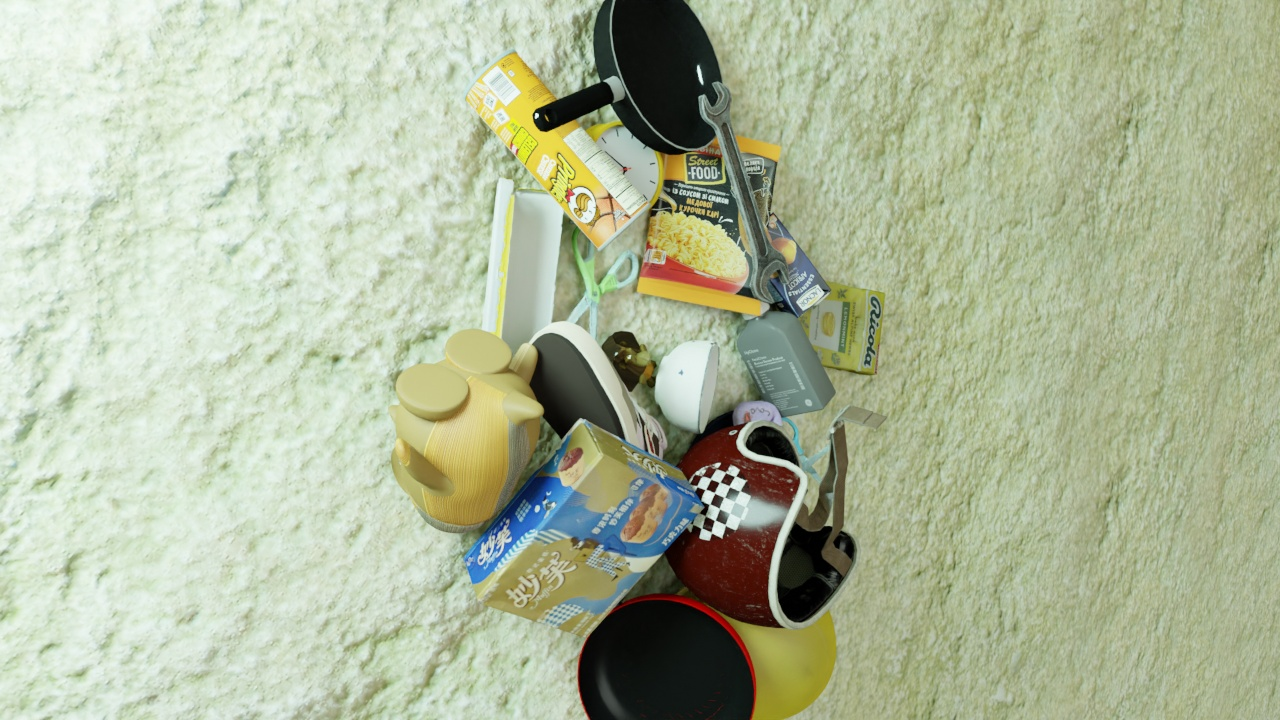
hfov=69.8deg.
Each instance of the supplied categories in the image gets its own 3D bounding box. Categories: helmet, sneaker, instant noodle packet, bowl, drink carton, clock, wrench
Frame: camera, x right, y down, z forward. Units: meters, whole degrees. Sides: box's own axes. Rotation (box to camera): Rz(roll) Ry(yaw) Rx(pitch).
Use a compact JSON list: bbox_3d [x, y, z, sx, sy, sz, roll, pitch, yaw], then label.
[{"bbox_3d":[0.146,0.180,1.043,0.233,0.254,0.233,-59,137,-16],"label":"helmet"},{"bbox_3d":[-0.028,0.062,1.031,0.116,0.112,0.294,-52,133,-40],"label":"sneaker"},{"bbox_3d":[0.147,0.364,1.151,0.239,0.140,0.209,-4,102,-29],"label":"helmet"},{"bbox_3d":[0.087,-0.177,1.135,0.159,0.032,0.220,10,84,-15],"label":"instant noodle packet"},{"bbox_3d":[0.055,0.028,1.114,0.113,0.063,0.113,11,89,-79],"label":"bowl"},{"bbox_3d":[0.182,-0.120,1.191,0.064,0.040,0.130,-39,97,-10],"label":"drink carton"},{"bbox_3d":[-0.037,-0.217,1.061,0.151,0.052,0.113,-20,103,-35],"label":"clock"},{"bbox_3d":[0.126,-0.200,1.114,0.069,0.010,0.273,-31,109,-35],"label":"wrench"}]

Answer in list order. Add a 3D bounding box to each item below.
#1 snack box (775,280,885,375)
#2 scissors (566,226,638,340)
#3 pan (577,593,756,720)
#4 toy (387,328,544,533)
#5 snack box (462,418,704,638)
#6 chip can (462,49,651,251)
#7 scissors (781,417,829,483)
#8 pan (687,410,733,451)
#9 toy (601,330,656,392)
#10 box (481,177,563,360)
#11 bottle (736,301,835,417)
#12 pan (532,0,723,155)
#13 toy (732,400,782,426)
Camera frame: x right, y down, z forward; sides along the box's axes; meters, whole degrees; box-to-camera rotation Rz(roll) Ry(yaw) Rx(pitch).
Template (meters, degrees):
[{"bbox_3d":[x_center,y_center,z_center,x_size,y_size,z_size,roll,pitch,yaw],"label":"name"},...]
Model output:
[{"bbox_3d":[0.263,-0.049,1.273,0.180,0.045,0.121,8,88,-34],"label":"snack box"},{"bbox_3d":[-0.061,-0.081,1.060,0.139,0.028,0.170,50,51,-25],"label":"scissors"},{"bbox_3d":[-0.011,0.312,1.070,0.209,0.067,0.356,-35,88,15],"label":"pan"},{"bbox_3d":[-0.182,0.085,0.918,0.198,0.162,0.204,-45,159,-46],"label":"toy"},{"bbox_3d":[-0.060,0.180,0.957,0.155,0.069,0.203,31,105,-36],"label":"snack box"},{"bbox_3d":[-0.087,-0.221,0.973,0.215,0.075,0.075,48,66,-6],"label":"chip can"},{"bbox_3d":[0.207,0.144,1.241,0.135,0.015,0.135,46,70,-21],"label":"scissors"},{"bbox_3d":[0.170,0.224,1.240,0.198,0.021,0.356,-44,114,-24],"label":"pan"},{"bbox_3d":[-0.007,0.007,1.092,0.100,0.063,0.076,29,55,-46],"label":"toy"},{"bbox_3d":[-0.134,-0.088,0.982,0.079,0.080,0.209,6,89,4],"label":"box"},{"bbox_3d":[0.176,-0.013,1.189,0.046,0.084,0.174,-41,108,-43],"label":"bottle"},{"bbox_3d":[-0.017,-0.304,1.010,0.354,0.044,0.204,-41,111,-46],"label":"pan"},{"bbox_3d":[0.150,0.102,1.186,0.080,0.036,0.099,-3,93,-31],"label":"toy"}]
